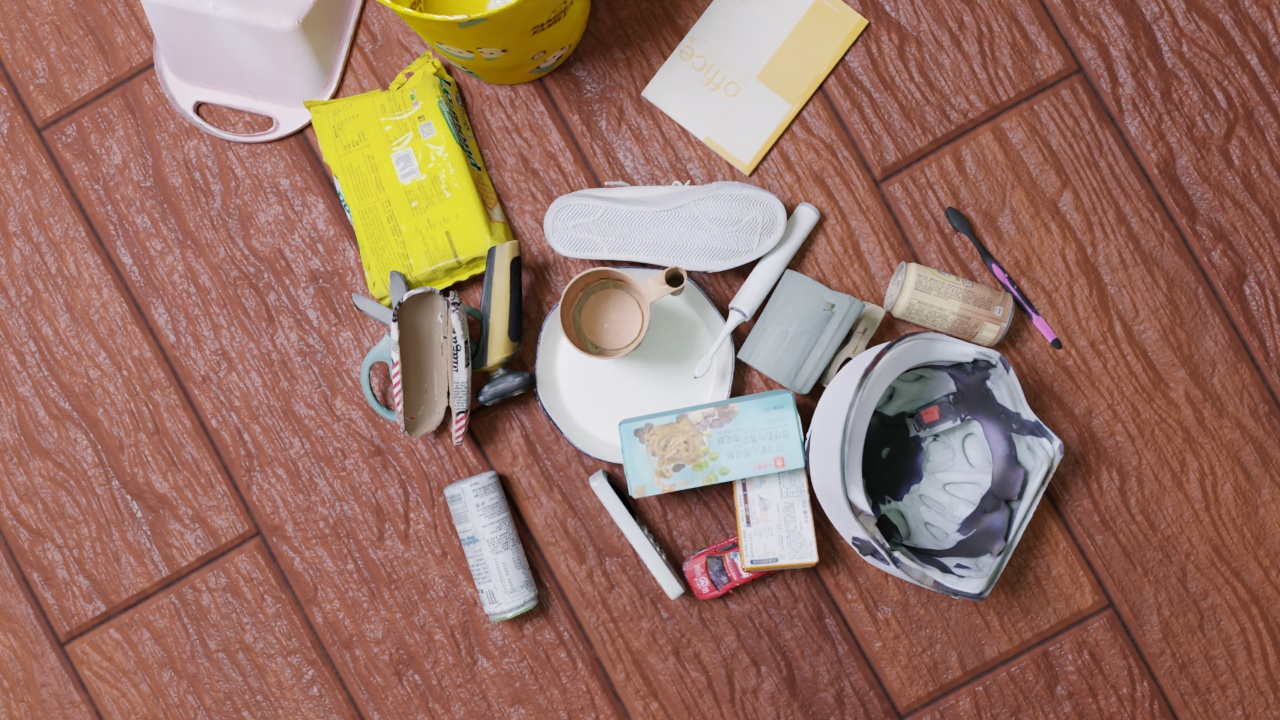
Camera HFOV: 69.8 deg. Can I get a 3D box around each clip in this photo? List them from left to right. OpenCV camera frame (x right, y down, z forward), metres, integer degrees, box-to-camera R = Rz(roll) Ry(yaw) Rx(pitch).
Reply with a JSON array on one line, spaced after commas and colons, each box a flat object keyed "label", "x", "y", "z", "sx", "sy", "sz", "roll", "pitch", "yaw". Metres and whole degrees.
[{"label": "clip", "x": 0.221, "y": -0.012, "z": 0.940, "sx": 0.034, "sy": 0.066, "sz": 0.099, "roll": 25, "pitch": 102, "yaw": 2}]

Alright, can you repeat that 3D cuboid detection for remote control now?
[{"label": "remote control", "x": -0.003, "y": 0.177, "z": 0.943, "sx": 0.021, "sy": 0.058, "sz": 0.150, "roll": -35, "pitch": 89, "yaw": -2}]

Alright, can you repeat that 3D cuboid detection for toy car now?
[{"label": "toy car", "x": 0.102, "y": 0.206, "z": 0.946, "sx": 0.120, "sy": 0.045, "sz": 0.053, "roll": -25, "pitch": 88, "yaw": 4}]

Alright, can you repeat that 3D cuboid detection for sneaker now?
[{"label": "sneaker", "x": 0.024, "y": -0.139, "z": 0.933, "sx": 0.242, "sy": 0.090, "sz": 0.089, "roll": -1, "pitch": 105, "yaw": -4}]

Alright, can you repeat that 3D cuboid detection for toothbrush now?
[{"label": "toothbrush", "x": 0.115, "y": -0.070, "z": 0.924, "sx": 0.027, "sy": 0.026, "sz": 0.220, "roll": 34, "pitch": 74, "yaw": 5}, {"label": "toothbrush", "x": 0.377, "y": -0.085, "z": 0.955, "sx": 0.014, "sy": 0.018, "sz": 0.189, "roll": -39, "pitch": 92, "yaw": 2}]

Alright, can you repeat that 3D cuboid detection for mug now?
[{"label": "mug", "x": -0.013, "y": -0.051, "z": 0.875, "sx": 0.124, "sy": 0.103, "sz": 0.084, "roll": -27, "pitch": 89, "yaw": 2}, {"label": "mug", "x": 0.161, "y": -0.024, "z": 0.907, "sx": 0.083, "sy": 0.124, "sz": 0.103, "roll": 31, "pitch": 93, "yaw": -17}]

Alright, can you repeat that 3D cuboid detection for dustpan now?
[{"label": "dustpan", "x": -0.409, "y": -0.381, "z": 0.984, "sx": 0.222, "sy": 0.139, "sz": 0.272, "roll": 15, "pitch": 62, "yaw": 3}]

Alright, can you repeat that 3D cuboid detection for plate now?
[{"label": "plate", "x": -0.006, "y": 0.006, "z": 0.950, "sx": 0.205, "sy": 0.045, "sz": 0.205, "roll": 0, "pitch": 90, "yaw": 3}]

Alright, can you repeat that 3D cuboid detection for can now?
[{"label": "can", "x": -0.153, "y": 0.190, "z": 0.948, "sx": 0.058, "sy": 0.058, "sz": 0.146, "roll": -19, "pitch": 90, "yaw": 2}, {"label": "can", "x": 0.312, "y": -0.057, "z": 0.932, "sx": 0.116, "sy": 0.058, "sz": 0.058, "roll": 18, "pitch": 90, "yaw": 2}]

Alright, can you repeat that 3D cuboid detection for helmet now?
[{"label": "helmet", "x": 0.255, "y": 0.092, "z": 0.879, "sx": 0.258, "sy": 0.146, "sz": 0.228, "roll": 35, "pitch": 75, "yaw": -19}]

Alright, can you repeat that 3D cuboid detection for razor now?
[{"label": "razor", "x": -0.135, "y": -0.037, "z": 0.918, "sx": 0.068, "sy": 0.062, "sz": 0.167, "roll": 10, "pitch": 105, "yaw": 23}]

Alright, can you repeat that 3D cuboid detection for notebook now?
[{"label": "notebook", "x": 0.119, "y": -0.317, "z": 0.963, "sx": 0.146, "sy": 0.010, "sz": 0.206, "roll": 39, "pitch": 91, "yaw": 2}]

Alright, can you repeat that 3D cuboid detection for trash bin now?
[{"label": "trash bin", "x": -0.147, "y": -0.384, "z": 0.850, "sx": 0.229, "sy": 0.255, "sz": 0.229, "roll": 0, "pitch": 90, "yaw": 1}]

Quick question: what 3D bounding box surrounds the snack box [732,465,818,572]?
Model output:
[{"label": "snack box", "x": 0.132, "y": 0.134, "z": 0.928, "sx": 0.075, "sy": 0.026, "sz": 0.153, "roll": -5, "pitch": 69, "yaw": 3}]

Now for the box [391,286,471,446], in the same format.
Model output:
[{"label": "box", "x": -0.192, "y": 0.010, "z": 0.904, "sx": 0.087, "sy": 0.076, "sz": 0.163, "roll": 19, "pitch": 118, "yaw": 30}]

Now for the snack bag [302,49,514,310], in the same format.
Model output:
[{"label": "snack bag", "x": -0.236, "y": -0.180, "z": 0.948, "sx": 0.158, "sy": 0.068, "sz": 0.246, "roll": -21, "pitch": 88, "yaw": 2}]

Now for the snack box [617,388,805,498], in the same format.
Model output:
[{"label": "snack box", "x": 0.069, "y": 0.081, "z": 0.899, "sx": 0.175, "sy": 0.051, "sz": 0.074, "roll": -11, "pitch": 93, "yaw": 1}]

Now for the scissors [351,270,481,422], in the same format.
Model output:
[{"label": "scissors", "x": -0.212, "y": -0.014, "z": 0.946, "sx": 0.181, "sy": 0.019, "sz": 0.170, "roll": -4, "pitch": 115, "yaw": -11}]
